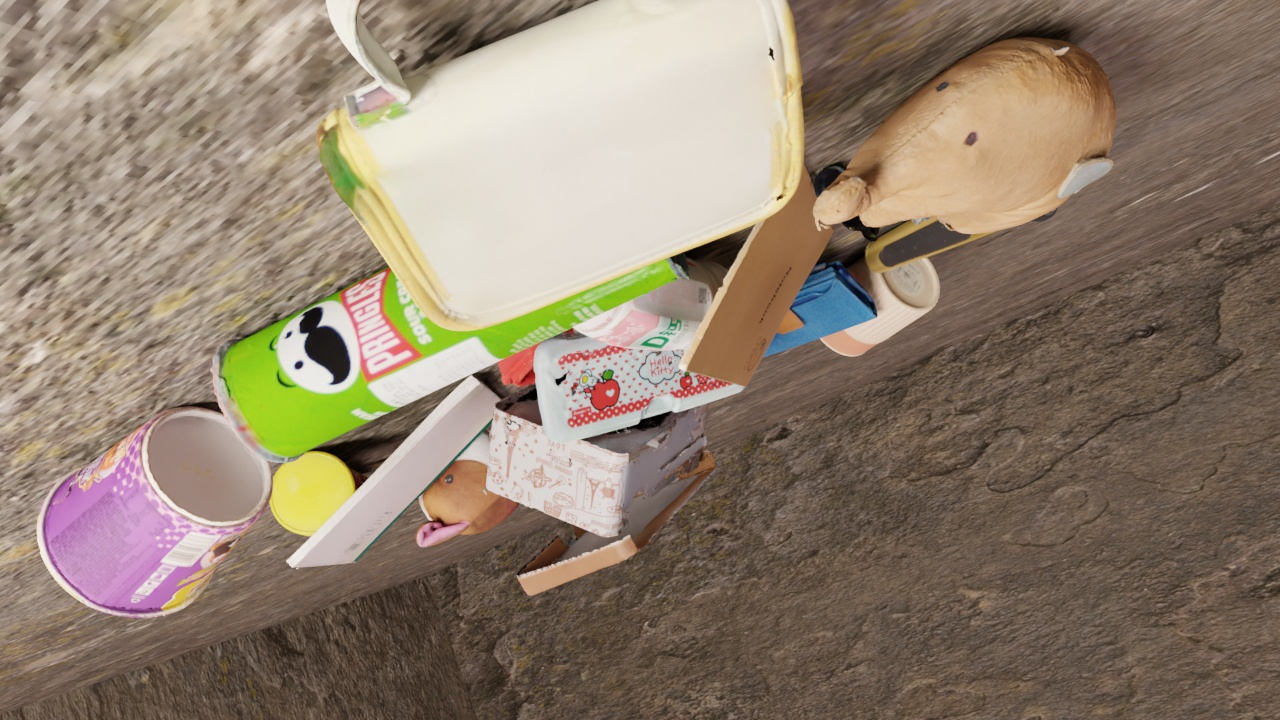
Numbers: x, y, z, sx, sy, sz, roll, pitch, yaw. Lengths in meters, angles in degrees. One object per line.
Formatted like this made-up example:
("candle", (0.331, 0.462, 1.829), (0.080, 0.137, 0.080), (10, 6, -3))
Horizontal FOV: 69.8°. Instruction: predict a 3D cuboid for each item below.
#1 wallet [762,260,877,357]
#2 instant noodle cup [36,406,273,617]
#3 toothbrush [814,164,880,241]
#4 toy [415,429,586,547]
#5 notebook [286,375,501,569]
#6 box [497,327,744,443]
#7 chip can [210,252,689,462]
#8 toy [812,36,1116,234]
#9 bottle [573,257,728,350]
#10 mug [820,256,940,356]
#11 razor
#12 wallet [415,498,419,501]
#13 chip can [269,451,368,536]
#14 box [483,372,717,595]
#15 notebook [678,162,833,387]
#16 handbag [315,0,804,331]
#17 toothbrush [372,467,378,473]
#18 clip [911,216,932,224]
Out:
("wallet", (0.139, -0.042, 0.845), (0.133, 0.040, 0.106), (-21, 151, 28))
("instant noodle cup", (-0.289, 0.086, 0.565), (0.099, 0.111, 0.111), (-38, 164, 25))
("toothbrush", (0.162, -0.111, 0.686), (0.026, 0.027, 0.212), (21, -173, 20))
("toy", (-0.140, 0.110, 0.931), (0.199, 0.130, 0.140), (-27, -162, -1))
("notebook", (-0.204, 0.102, 0.810), (0.209, 0.012, 0.150), (-46, 171, -7))
("box", (-0.003, 0.006, 0.735), (0.201, 0.099, 0.096), (-14, 166, -33))
("chip can", (-0.096, -0.024, 0.464), (0.236, 0.072, 0.072), (-24, 169, 11))
("toy", (0.183, -0.121, 0.516), (0.225, 0.082, 0.144), (-9, 144, -40))
("bottle", (-0.001, -0.041, 0.598), (0.068, 0.068, 0.196), (-28, 165, 28))
("mug", (0.218, -0.064, 0.908), (0.114, 0.081, 0.106), (10, 154, -24))
("razor", (0.271, -0.118, 0.796), (0.168, 0.062, 0.067), (-24, -158, 41))
("wallet", (-0.219, 0.141, 1.143), (0.131, 0.035, 0.119), (-26, 169, 15))
("chip can", (-0.288, 0.135, 0.878), (0.071, 0.071, 0.211), (-20, 170, -10))
("box", (-0.028, 0.110, 0.800), (0.151, 0.168, 0.181), (19, -157, 23))
("notebook", (0.089, -0.051, 0.646), (0.148, 0.008, 0.207), (-61, 163, 4))
("handbag", (-0.029, -0.095, 0.321), (0.163, 0.063, 0.179), (-22, 155, -1))
("toothbrush", (-0.197, 0.103, 1.025), (0.026, 0.027, 0.220), (14, -162, 43))
("clip", (0.236, -0.126, 0.757), (0.028, 0.024, 0.056), (-22, 174, 18))
